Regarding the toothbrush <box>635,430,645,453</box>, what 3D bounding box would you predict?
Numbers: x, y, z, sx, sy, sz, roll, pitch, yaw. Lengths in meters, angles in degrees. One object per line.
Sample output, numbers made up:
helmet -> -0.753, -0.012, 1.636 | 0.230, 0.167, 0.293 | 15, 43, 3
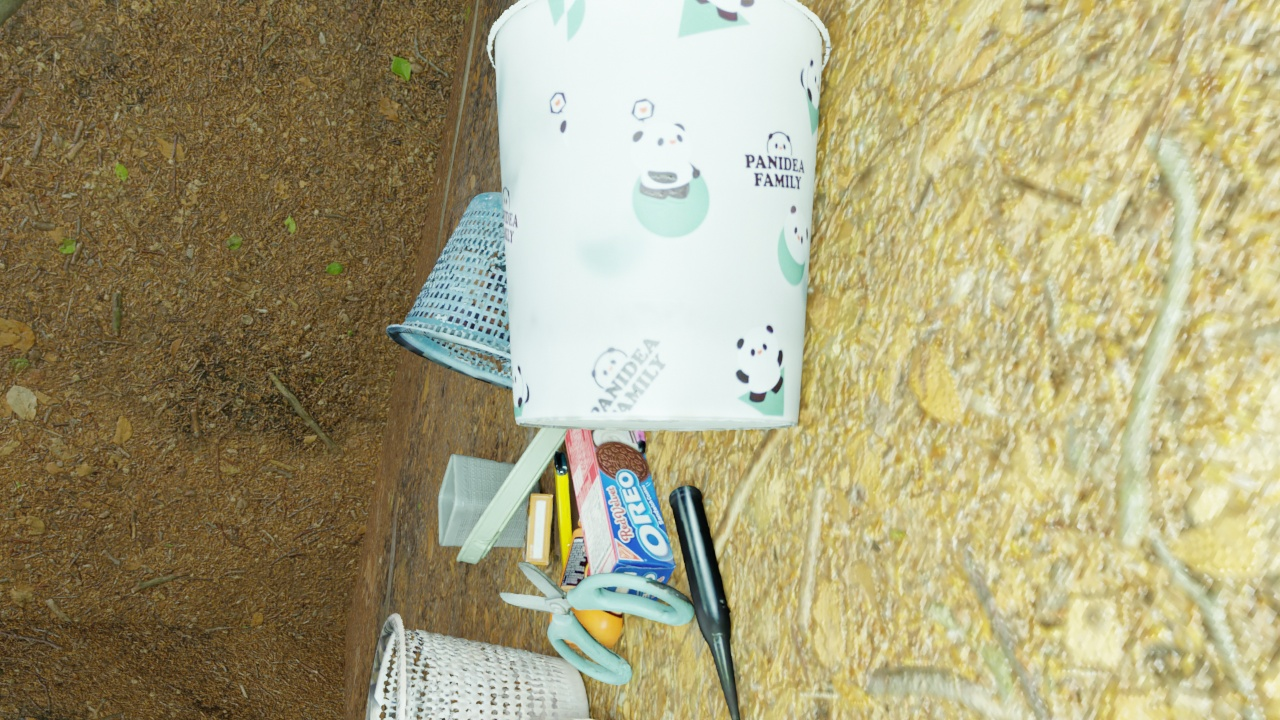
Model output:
toothbrush -> -0.005, 0.005, 0.890 | 0.018, 0.014, 0.189 | -42, 43, 41

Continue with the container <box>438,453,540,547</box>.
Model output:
container -> -0.191, 0.182, 1.164 | 0.090, 0.114, 0.090 | -104, 30, -47

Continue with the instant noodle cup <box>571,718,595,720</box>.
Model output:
instant noodle cup -> -0.064, 0.359, 0.746 | 0.109, 0.137, 0.137 | -48, 37, 43

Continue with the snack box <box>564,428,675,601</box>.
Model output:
snack box -> -0.023, 0.124, 0.827 | 0.207, 0.057, 0.058 | -106, 34, -50

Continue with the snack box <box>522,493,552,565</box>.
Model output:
snack box -> -0.118, 0.192, 1.048 | 0.154, 0.026, 0.075 | 129, 145, -77

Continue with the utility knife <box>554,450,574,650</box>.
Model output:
utility knife -> -0.071, 0.196, 0.914 | 0.033, 0.015, 0.231 | -115, 21, -68

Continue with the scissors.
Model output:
scissors -> -0.024, 0.217, 0.750 | 0.170, 0.175, 0.019 | -8, 37, 29

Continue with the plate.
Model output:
plate -> -0.122, 0.124, 0.989 | 0.230, 0.027, 0.230 | -56, 1, 2

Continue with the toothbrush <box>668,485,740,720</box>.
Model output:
toothbrush -> 0.053, 0.180, 0.650 | 0.026, 0.027, 0.212 | 56, -165, -45

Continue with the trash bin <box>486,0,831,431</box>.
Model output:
trash bin -> 0.012, -0.081, 0.607 | 0.230, 0.229, 0.251 | 165, 106, -68

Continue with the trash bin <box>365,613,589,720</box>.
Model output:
trash bin -> -0.161, 0.368, 0.896 | 0.228, 0.192, 0.227 | -172, 91, -69

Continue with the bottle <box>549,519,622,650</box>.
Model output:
bottle -> -0.043, 0.191, 0.855 | 0.067, 0.066, 0.149 | 137, 145, -59

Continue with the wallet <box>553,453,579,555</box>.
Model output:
wallet -> -0.063, 0.147, 0.963 | 0.125, 0.032, 0.101 | 135, 136, -59

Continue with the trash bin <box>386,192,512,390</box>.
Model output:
trash bin -> -0.158, -0.082, 1.086 | 0.227, 0.226, 0.195 | -13, 57, 68
